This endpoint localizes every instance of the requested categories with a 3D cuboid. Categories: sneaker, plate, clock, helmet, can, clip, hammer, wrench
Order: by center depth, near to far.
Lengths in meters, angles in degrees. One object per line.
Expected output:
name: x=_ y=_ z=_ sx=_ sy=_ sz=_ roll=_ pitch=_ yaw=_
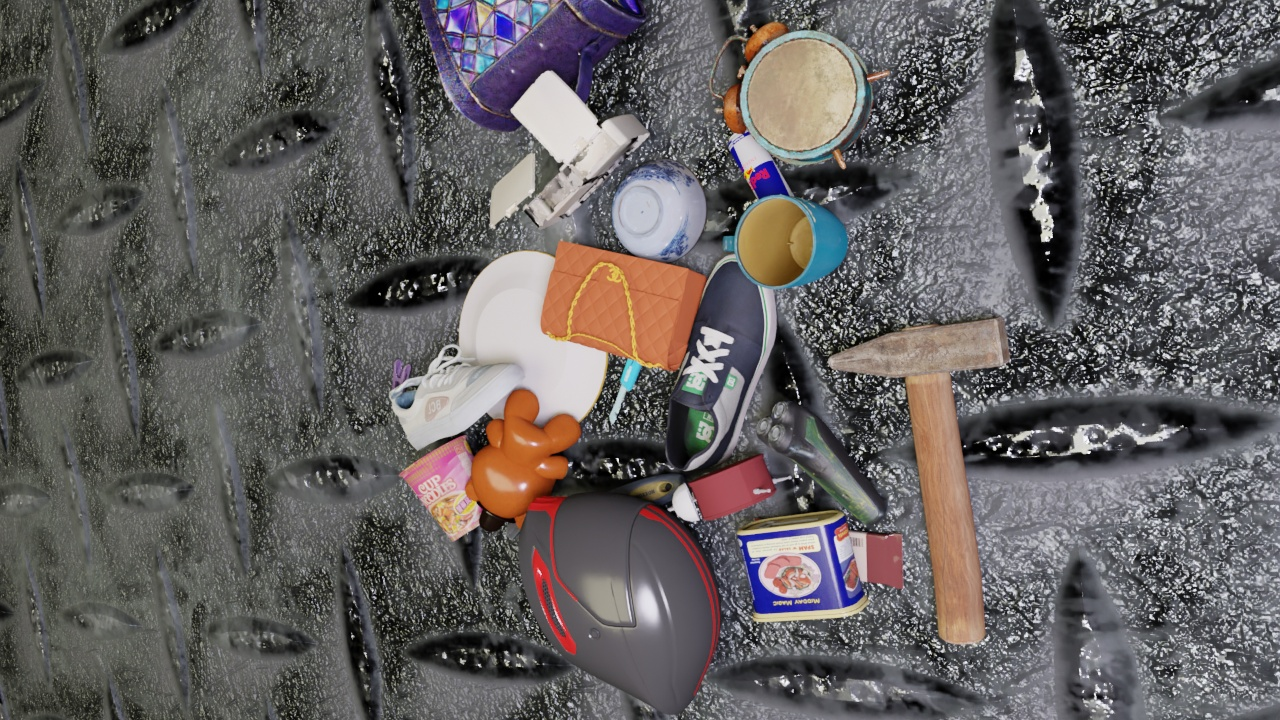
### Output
hammer: x=0.276 y=0.118 z=0.858 sx=0.158 sy=0.037 sz=0.301 roll=-8 pitch=92 yaw=33
clock: x=0.141 y=-0.254 z=0.868 sx=0.158 sy=0.073 sz=0.121 roll=27 pitch=107 yaw=14
can: x=0.159 y=0.205 z=0.916 sx=0.116 sy=0.056 sz=0.092 roll=-14 pitch=88 yaw=33
can: x=0.122 y=-0.186 z=0.917 sx=0.032 sy=0.032 sz=0.095 roll=-34 pitch=78 yaw=31
sneaker: x=0.076 y=0.006 z=0.945 sx=0.084 sy=0.078 sz=0.235 roll=20 pitch=107 yaw=30
clock: x=0.086 y=0.134 z=0.952 sx=0.125 sy=0.087 sz=0.044 roll=-25 pitch=84 yaw=29
helmet: x=-0.004 y=0.247 z=0.978 sx=0.170 sy=0.164 sz=0.264 roll=-24 pitch=88 yaw=25
wrench: x=-0.058 y=0.178 z=1.087 sx=0.274 sy=0.022 sz=0.073 roll=-23 pitch=77 yaw=33
plate: x=-0.140 y=-0.018 z=1.112 sx=0.230 sy=0.021 sz=0.230 roll=5 pitch=99 yaw=32
sneaker: x=-0.235 y=0.038 z=1.113 sx=0.243 sy=0.089 sz=0.091 roll=-25 pitch=103 yaw=47
clip: x=-0.324 y=0.025 z=1.241 sx=0.035 sy=0.013 sz=0.052 roll=22 pitch=110 yaw=29

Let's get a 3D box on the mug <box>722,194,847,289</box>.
mug: x=0.136 y=-0.113 z=0.876 sx=0.112 sy=0.104 sz=0.084 roll=4 pitch=99 yaw=34

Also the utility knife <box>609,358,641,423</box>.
utility knife: x=-0.006 y=0.006 z=1.034 sx=0.022 sy=0.015 sz=0.152 roll=29 pitch=111 yaw=28

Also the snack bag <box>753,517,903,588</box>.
snack bag: x=0.189 y=0.196 z=0.938 sx=0.158 sy=0.013 sz=0.057 roll=0 pitch=95 yaw=32

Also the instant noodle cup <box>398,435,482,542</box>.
instant noodle cup: x=-0.235 y=0.166 z=1.161 sx=0.098 sy=0.097 sz=0.108 roll=-34 pitch=86 yaw=31

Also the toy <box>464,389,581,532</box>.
toy: x=-0.148 y=0.127 z=1.091 sx=0.112 sy=0.096 sz=0.176 roll=32 pitch=96 yaw=9

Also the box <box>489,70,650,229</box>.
box: x=-0.096 y=-0.217 z=0.942 sx=0.144 sy=0.192 sz=0.106 roll=-42 pitch=92 yaw=24

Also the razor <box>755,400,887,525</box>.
razor: x=0.179 y=0.105 z=0.903 sx=0.151 sy=0.067 sz=0.054 roll=47 pitch=122 yaw=9

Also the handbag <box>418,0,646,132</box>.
handbag: x=-0.116 y=-0.366 z=0.988 sx=0.205 sy=0.125 sz=0.222 roll=-30 pitch=78 yaw=31

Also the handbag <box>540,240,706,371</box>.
handbag: x=-0.027 y=-0.060 z=0.996 sx=0.172 sy=0.060 sz=0.109 roll=16 pitch=92 yaw=32

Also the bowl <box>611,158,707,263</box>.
bowl: x=0.010 y=-0.160 z=0.983 sx=0.114 sy=0.045 sz=0.114 roll=5 pitch=99 yaw=32
